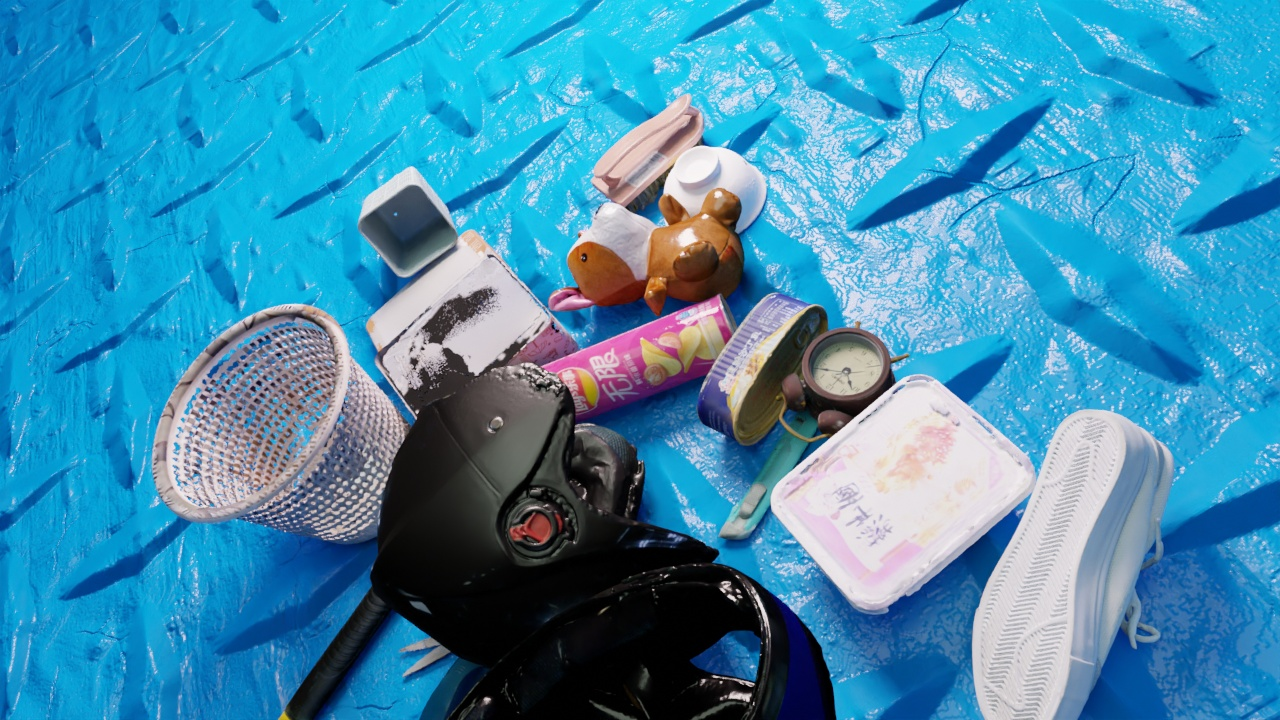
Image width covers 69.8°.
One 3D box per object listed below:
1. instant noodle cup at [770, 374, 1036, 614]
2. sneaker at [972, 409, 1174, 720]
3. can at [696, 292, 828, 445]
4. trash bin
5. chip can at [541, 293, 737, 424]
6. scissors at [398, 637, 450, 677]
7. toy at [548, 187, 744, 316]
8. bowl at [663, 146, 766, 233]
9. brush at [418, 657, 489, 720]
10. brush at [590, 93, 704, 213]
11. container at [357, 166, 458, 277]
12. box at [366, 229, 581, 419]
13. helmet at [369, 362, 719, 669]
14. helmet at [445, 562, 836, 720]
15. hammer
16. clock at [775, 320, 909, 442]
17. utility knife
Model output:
[{"bbox_3d":[0.210,0.111,0.735,0.173,0.060,0.138,-41,52,0],"label":"instant noodle cup"},{"bbox_3d":[0.314,0.160,0.652,0.089,0.090,0.242,16,86,63],"label":"sneaker"},{"bbox_3d":[0.112,0.006,0.839,0.049,0.074,0.148,25,73,39],"label":"can"},{"bbox_3d":[-0.333,0.086,0.930,0.228,0.192,0.227,-12,57,19],"label":"trash bin"},{"bbox_3d":[-0.005,0.005,0.897,0.211,0.071,0.071,-21,54,13],"label":"chip can"},{"bbox_3d":[-0.149,0.244,0.861,0.169,0.014,0.156,9,67,32],"label":"scissors"},{"bbox_3d":[0.003,-0.109,0.937,0.200,0.130,0.139,-5,40,35],"label":"toy"},{"bbox_3d":[0.069,-0.189,0.984,0.118,0.065,0.118,-12,57,20],"label":"bowl"},{"bbox_3d":[-0.160,0.316,0.781,0.055,0.073,0.143,3,63,32],"label":"brush"},{"bbox_3d":[0.014,-0.234,1.034,0.145,0.073,0.063,-42,51,-5],"label":"brush"},{"bbox_3d":[-0.282,-0.174,1.116,0.090,0.090,0.111,-34,29,4],"label":"container"},{"bbox_3d":[-0.207,-0.040,1.018,0.178,0.105,0.260,-42,58,-2],"label":"box"},{"bbox_3d":[-0.083,0.141,0.748,0.275,0.233,0.230,26,82,21],"label":"helmet"},{"bbox_3d":[0.018,0.296,0.595,0.316,0.240,0.247,-37,31,13],"label":"helmet"},{"bbox_3d":[-0.329,0.339,0.877,0.129,0.033,0.300,27,75,34],"label":"hammer"},{"bbox_3d":[0.173,0.024,0.802,0.121,0.055,0.082,-42,58,-12],"label":"clock"},{"bbox_3d":[0.118,0.098,0.817,0.029,0.013,0.151,26,74,32],"label":"utility knife"}]
